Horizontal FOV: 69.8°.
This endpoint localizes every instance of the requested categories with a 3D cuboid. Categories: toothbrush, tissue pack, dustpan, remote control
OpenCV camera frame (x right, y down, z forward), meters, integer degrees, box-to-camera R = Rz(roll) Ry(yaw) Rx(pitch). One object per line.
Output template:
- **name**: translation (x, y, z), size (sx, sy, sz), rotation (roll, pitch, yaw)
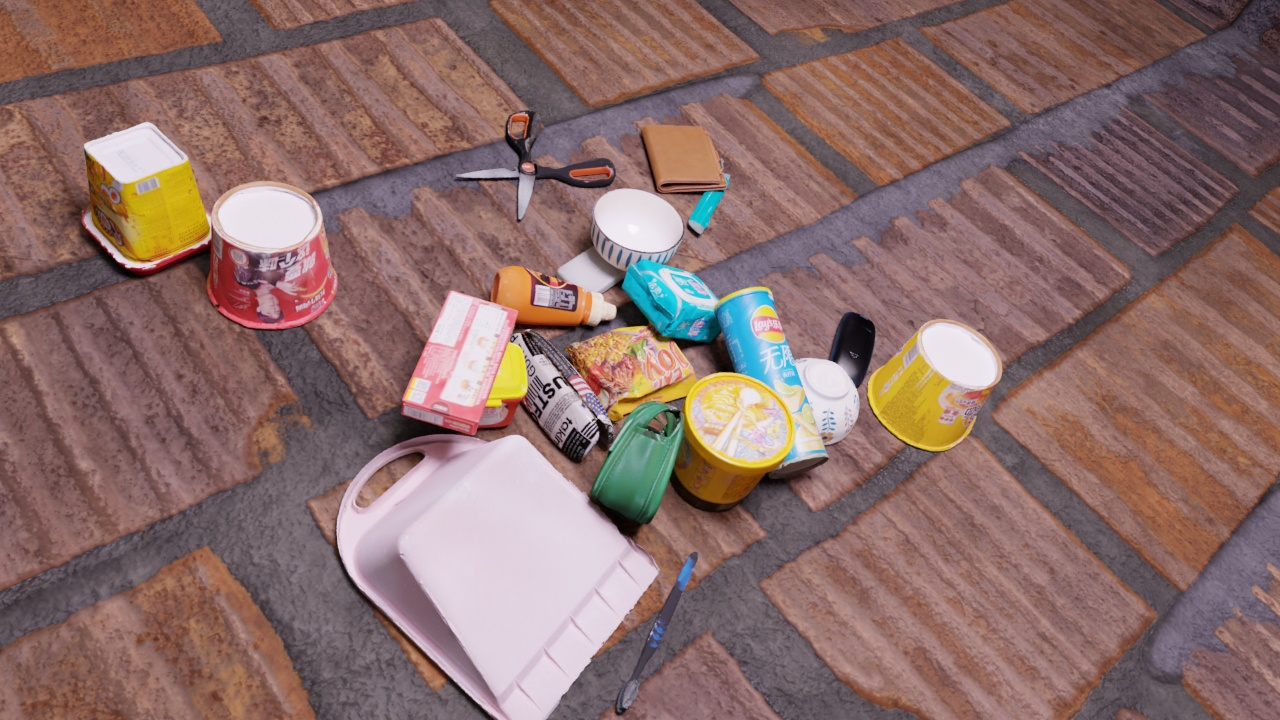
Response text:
- **toothbrush**: translation (0.020, 0.255, 0.883), size (0.014, 0.016, 0.189), rotation (33, 48, 0)
- **tissue pack**: translation (0.043, -0.072, 1.104), size (0.133, 0.050, 0.093), rotation (5, 41, -55)
- **dustpan**: translation (-0.149, 0.189, 0.890), size (0.221, 0.139, 0.273), rotation (-41, 100, -39)
- **remote control**: translation (0.276, -0.019, 1.185), size (0.053, 0.024, 0.136), rotation (24, 49, 1)
- **remote control**: translation (-0.040, -0.126, 1.175), size (0.058, 0.021, 0.149), rotation (40, 51, 16)

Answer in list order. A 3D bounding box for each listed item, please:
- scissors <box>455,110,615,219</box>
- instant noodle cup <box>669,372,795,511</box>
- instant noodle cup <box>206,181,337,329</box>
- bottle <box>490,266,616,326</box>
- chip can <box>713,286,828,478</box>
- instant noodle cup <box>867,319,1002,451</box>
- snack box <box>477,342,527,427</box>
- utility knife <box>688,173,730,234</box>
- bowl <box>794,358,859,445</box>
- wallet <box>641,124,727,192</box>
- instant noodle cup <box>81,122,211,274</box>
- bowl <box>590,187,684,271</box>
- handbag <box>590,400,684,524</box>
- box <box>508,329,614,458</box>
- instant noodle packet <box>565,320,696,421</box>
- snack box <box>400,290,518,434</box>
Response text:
- **scissors**: translation (-0.144, -0.274, 1.263), size (0.233, 0.022, 0.220), rotation (-4, 53, -22)
- **instant noodle cup**: translation (0.089, 0.093, 0.972), size (0.118, 0.115, 0.118), rotation (9, 49, -10)
- **instant noodle cup**: translation (-0.401, -0.118, 0.995), size (0.138, 0.109, 0.137), rotation (9, 50, -11)
- **bottle**: translation (-0.100, -0.069, 1.086), size (0.149, 0.067, 0.066), rotation (9, 49, -20)
- **chip can**: translation (0.147, 0.024, 1.042), size (0.071, 0.071, 0.210), rotation (-8, 68, -23)
- **instant noodle cup**: translation (0.364, 0.024, 1.120), size (0.138, 0.110, 0.137), rotation (10, 49, -11)
- **snack box**: translation (-0.170, 0.029, 0.965), size (0.091, 0.080, 0.082), rotation (1, 51, -17)
- **utility knife**: translation (0.100, -0.227, 1.309), size (0.029, 0.013, 0.165), rotation (27, 46, 3)
- **bowl**: translation (0.212, 0.038, 1.093), size (0.113, 0.062, 0.113), rotation (8, 48, -10)
- **wallet**: translation (0.064, -0.296, 1.339), size (0.107, 0.031, 0.131), rotation (-3, 52, -12)
- **instant noodle cup**: translation (-0.535, -0.178, 0.991), size (0.116, 0.124, 0.115), rotation (40, 52, 16)
- **bowl**: translation (-0.009, -0.153, 1.146), size (0.116, 0.066, 0.116), rotation (9, 49, -11)
- **handbag**: translation (0.002, 0.098, 0.921), size (0.068, 0.131, 0.120), rotation (27, 89, 1)
- **box**: translation (-0.081, 0.028, 1.007), size (0.082, 0.075, 0.163), rotation (-16, 55, -41)
- **instant noodle packet**: translation (-0.006, 0.006, 1.063), size (0.128, 0.044, 0.110), rotation (-19, 64, -30)
- **snack box**: translation (-0.178, -0.001, 0.915), size (0.075, 0.026, 0.152), rotation (17, 49, -5)
